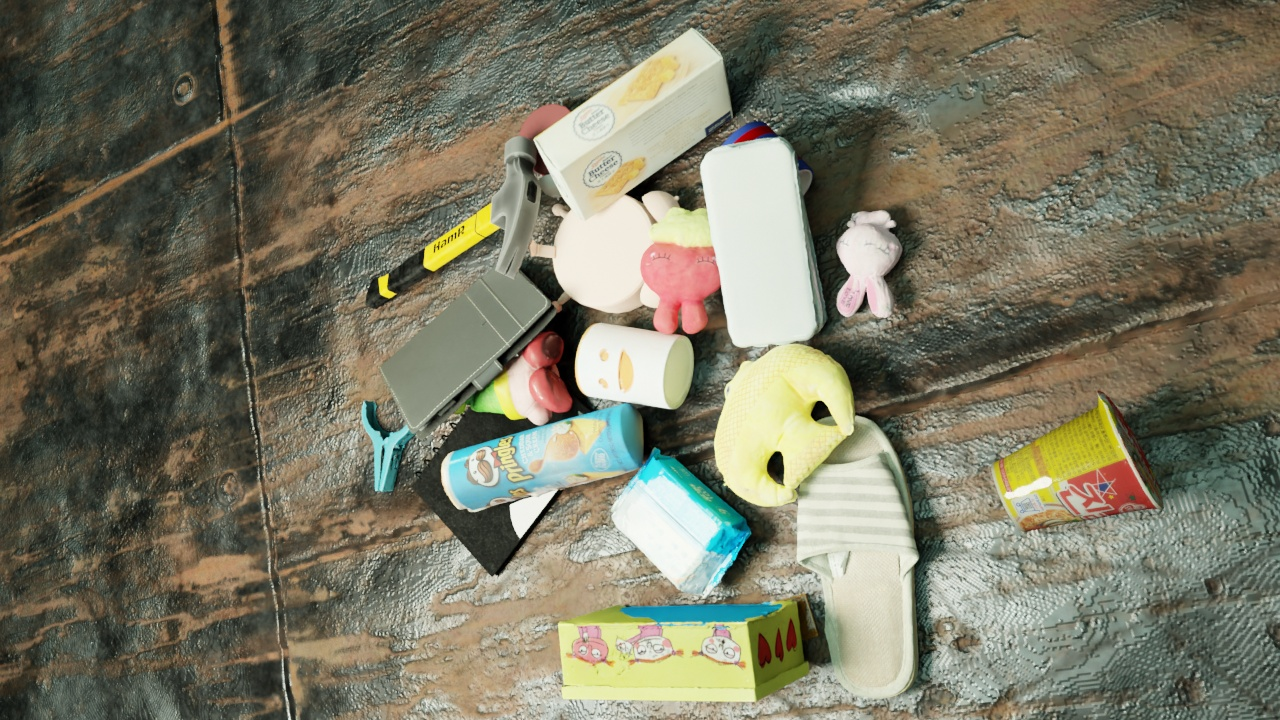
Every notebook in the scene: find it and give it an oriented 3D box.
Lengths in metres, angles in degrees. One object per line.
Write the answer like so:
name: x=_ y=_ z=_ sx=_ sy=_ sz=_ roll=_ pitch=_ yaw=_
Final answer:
notebook: x=-0.200 y=-0.020 z=1.052 sx=0.209 sy=0.029 sz=0.169 roll=-44 pitch=40 yaw=0
notebook: x=-0.162 y=0.114 z=1.094 sx=0.169 sy=0.019 sz=0.232 roll=42 pitch=103 yaw=22

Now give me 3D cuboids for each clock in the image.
clock: x=-0.034 y=-0.122 z=1.027 sx=0.161 sy=0.086 sz=0.131 roll=-1 pitch=84 yaw=20
clock: x=-0.095 y=-0.248 z=1.087 sx=0.087 sy=0.044 sz=0.124 roll=-37 pitch=70 yaw=18

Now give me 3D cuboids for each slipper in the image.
slipper: x=0.211 y=0.187 z=0.887 sx=0.115 sy=0.054 sz=0.272 roll=-11 pitch=80 yaw=20

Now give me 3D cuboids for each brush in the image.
brush: x=0.116 y=0.277 z=0.940 sx=0.127 sy=0.017 sz=0.048 roll=-22 pitch=75 yaw=22

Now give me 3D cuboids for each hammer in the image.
hammer: x=-0.236 y=-0.131 z=1.108 sx=0.325 sy=0.034 sz=0.169 roll=-24 pitch=56 yaw=37

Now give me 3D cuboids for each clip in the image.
clip: x=-0.311 y=0.093 z=1.166 sx=0.119 sy=0.033 sz=0.120 roll=-33 pitch=71 yaw=15

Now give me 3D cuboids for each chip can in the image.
chip can: x=-0.105 y=0.110 z=1.016 sx=0.230 sy=0.079 sz=0.079 roll=-16 pitch=77 yaw=21

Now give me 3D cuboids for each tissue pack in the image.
tissue pack: x=0.042 y=0.172 z=0.963 sx=0.144 sy=0.061 sz=0.093 roll=40 pitch=103 yaw=27

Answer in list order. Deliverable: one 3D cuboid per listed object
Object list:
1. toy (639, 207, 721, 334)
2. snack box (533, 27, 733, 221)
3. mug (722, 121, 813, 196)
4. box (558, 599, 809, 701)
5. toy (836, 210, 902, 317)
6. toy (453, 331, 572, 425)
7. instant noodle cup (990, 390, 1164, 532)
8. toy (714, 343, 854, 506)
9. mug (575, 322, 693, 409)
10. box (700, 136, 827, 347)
toy: x=0.045 y=-0.093 z=0.960 sx=0.092 sy=0.045 sz=0.135 roll=8 pitch=92 yaw=6
snack box: x=-0.004 y=-0.248 z=0.974 sx=0.208 sy=0.104 sz=0.057 roll=-36 pitch=66 yaw=-2
mug: x=0.114 y=-0.183 z=0.961 sx=0.112 sy=0.075 sz=0.076 roll=-45 pitch=68 yaw=17
box: x=0.040 y=0.285 z=0.903 sx=0.221 sy=0.124 sz=0.079 roll=-9 pitch=82 yaw=31
toy: x=0.226 y=-0.097 z=0.913 sx=0.064 sy=0.047 sz=0.110 roll=1 pitch=88 yaw=35
toy: x=-0.149 y=0.021 z=1.040 sx=0.132 sy=0.096 sz=0.124 roll=-28 pitch=67 yaw=39
instant noodle cup: x=0.375 y=0.101 z=0.797 sx=0.113 sy=0.100 sz=0.100 roll=-30 pitch=72 yaw=28
toy: x=0.133 y=0.059 z=0.921 sx=0.171 sy=0.064 sz=0.155 roll=-54 pitch=46 yaw=15
mug: x=-0.006 y=0.006 z=0.994 sx=0.105 sy=0.082 sz=0.082 roll=9 pitch=88 yaw=26
box: x=0.123 y=-0.117 z=0.919 sx=0.118 sy=0.063 sz=0.214 roll=-9 pitch=107 yaw=20
